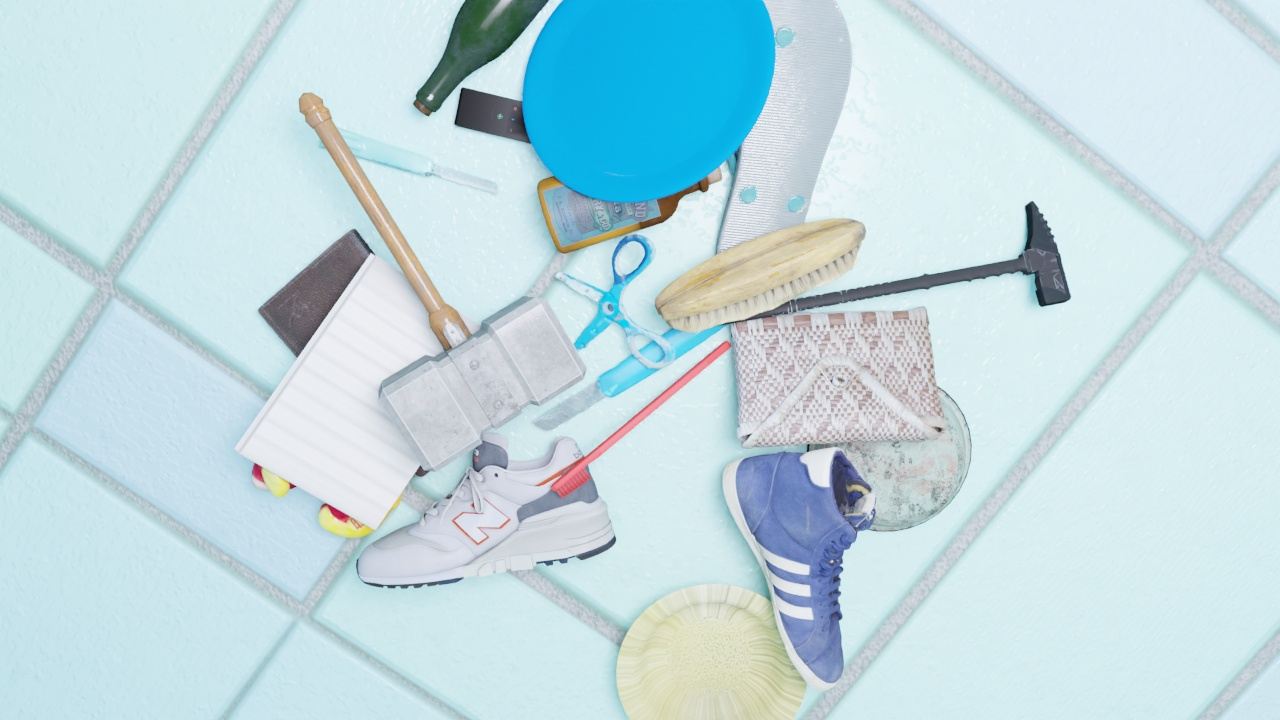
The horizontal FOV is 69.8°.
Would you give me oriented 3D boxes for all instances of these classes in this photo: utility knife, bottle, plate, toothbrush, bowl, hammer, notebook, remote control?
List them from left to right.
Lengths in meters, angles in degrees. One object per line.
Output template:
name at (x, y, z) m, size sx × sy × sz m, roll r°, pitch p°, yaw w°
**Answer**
notebook at (-0.241, 0.030, 0.828) m, size 0.142 × 0.009 × 0.209 m, roll 35°, pitch 87°, yaw -19°
hammer at (-0.196, -0.082, 0.780) m, size 0.162 × 0.083 × 0.318 m, roll -32°, pitch 103°, yaw -11°
utility knife at (-0.207, -0.178, 0.826) m, size 0.166 × 0.015 × 0.022 m, roll 17°, pitch 101°, yaw -1°
bottle at (-0.136, -0.283, 0.788) m, size 0.055 × 0.055 × 0.174 m, roll 40°, pitch 99°, yaw -7°
remote control at (-0.090, -0.210, 0.821) m, size 0.150 × 0.013 × 0.034 m, roll 13°, pitch 100°, yaw -2°
bottle at (-0.007, -0.148, 0.805) m, size 0.157 × 0.067 × 0.068 m, roll -17°, pitch 100°, yaw 3°
utility knife at (-0.005, 0.005, 0.860) m, size 0.221 × 0.015 × 0.031 m, roll -32°, pitch 95°, yaw 3°
toothbrush at (0.005, 0.054, 0.840) m, size 0.212 × 0.012 × 0.018 m, roll -39°, pitch 98°, yaw -10°
plate at (0.005, -0.237, 0.774) m, size 0.225 × 0.024 × 0.224 m, roll -4°, pitch 79°, yaw 21°
plate at (0.069, 0.300, 0.903) m, size 0.184 × 0.036 × 0.184 m, roll 0°, pitch 100°, yaw 0°
hammer at (0.214, -0.070, 0.824) m, size 0.325 × 0.015 × 0.095 m, roll -10°, pitch 80°, yaw 0°
bowl at (0.238, 0.093, 0.863) m, size 0.157 × 0.038 × 0.157 m, roll 0°, pitch 100°, yaw 0°

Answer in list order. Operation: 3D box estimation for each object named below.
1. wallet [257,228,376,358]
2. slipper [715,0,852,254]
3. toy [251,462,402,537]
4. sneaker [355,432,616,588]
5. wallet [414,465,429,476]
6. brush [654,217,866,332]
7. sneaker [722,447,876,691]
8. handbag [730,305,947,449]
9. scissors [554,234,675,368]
wallet at (-0.278, -0.046, 0.845) m, size 0.120 × 0.031 × 0.099 m, roll -37°, pitch 95°, yaw 8°
slipper at (0.123, -0.199, 0.811) m, size 0.098 × 0.054 × 0.269 m, roll 5°, pitch 111°, yaw -3°
toy at (-0.290, 0.108, 0.859) m, size 0.137 × 0.067 × 0.105 m, roll 25°, pitch 100°, yaw -12°
sneaker at (-0.147, 0.131, 0.855) m, size 0.239 × 0.089 × 0.124 m, roll -6°, pitch 96°, yaw -7°
wallet at (-0.211, 0.040, 0.867) m, size 0.091 × 0.018 × 0.115 m, roll -38°, pitch 96°, yaw 7°
brush at (0.107, -0.075, 0.803) m, size 0.195 × 0.059 × 0.043 m, roll -22°, pitch 129°, yaw -3°
sneaker at (0.177, 0.183, 0.835) m, size 0.119 × 0.091 × 0.233 m, roll -22°, pitch 91°, yaw 34°
handbag at (0.176, 0.014, 0.823) m, size 0.186 × 0.047 × 0.124 m, roll -3°, pitch 69°, yaw 1°
scissors at (-0.016, -0.053, 0.832) m, size 0.134 × 0.011 × 0.140 m, roll 32°, pitch 118°, yaw 6°
